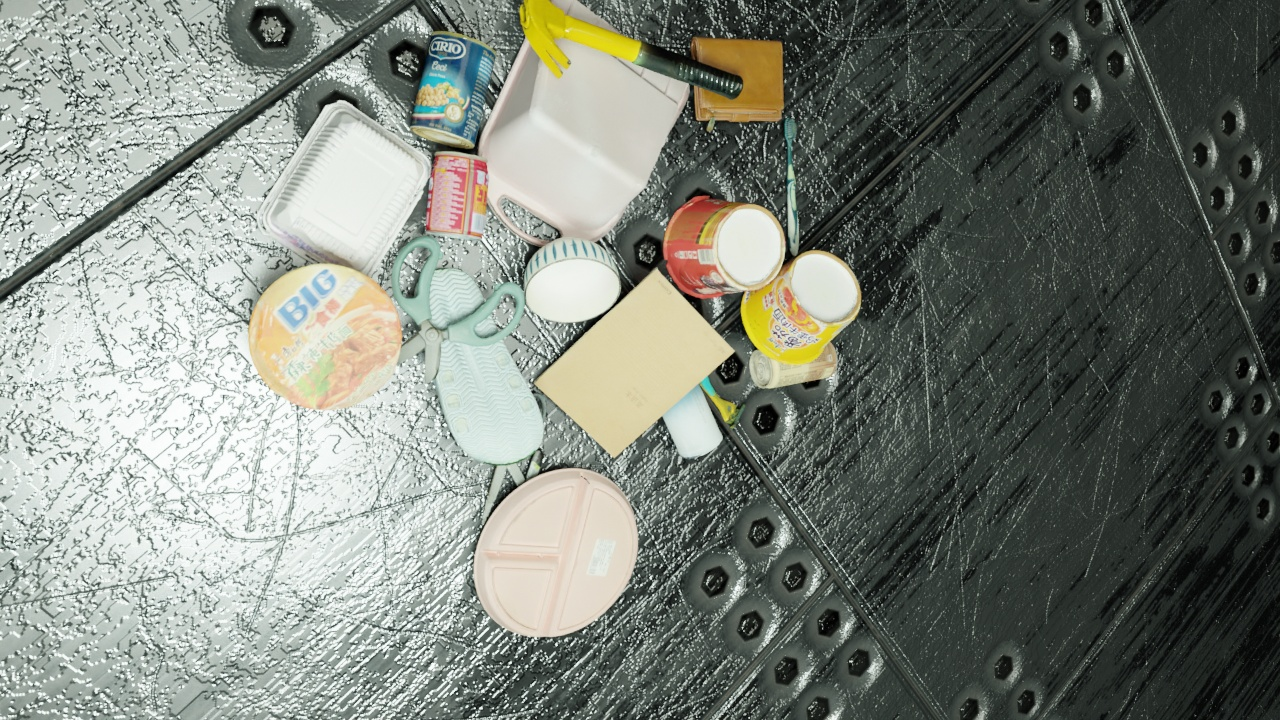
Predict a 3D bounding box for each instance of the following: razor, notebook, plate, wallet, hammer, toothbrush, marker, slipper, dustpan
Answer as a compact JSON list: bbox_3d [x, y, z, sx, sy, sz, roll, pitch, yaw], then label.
[{"bbox_3d":[0.098,0.034,1.256,0.132,0.028,0.043,54,49,-25],"label":"razor"},{"bbox_3d":[-0.007,0.007,1.156,0.212,0.012,0.149,-42,108,10],"label":"notebook"},{"bbox_3d":[-0.100,0.250,1.170,0.229,0.028,0.230,-8,106,-29],"label":"plate"},{"bbox_3d":[0.131,-0.366,1.218,0.130,0.035,0.119,-6,99,-24],"label":"wallet"},{"bbox_3d":[-0.005,-0.371,1.108,0.300,0.033,0.128,9,65,-29],"label":"hammer"},{"bbox_3d":[0.214,-0.242,1.284,0.016,0.018,0.192,-9,100,-26],"label":"toothbrush"},{"bbox_3d":[-0.148,0.171,1.160,0.018,0.015,0.124,22,84,-28],"label":"marker"},{"bbox_3d":[-0.200,0.011,1.083,0.104,0.074,0.245,-22,90,-18],"label":"slipper"},{"bbox_3d":[-0.085,-0.283,1.136,0.222,0.139,0.272,31,54,-24],"label":"dustpan"}]

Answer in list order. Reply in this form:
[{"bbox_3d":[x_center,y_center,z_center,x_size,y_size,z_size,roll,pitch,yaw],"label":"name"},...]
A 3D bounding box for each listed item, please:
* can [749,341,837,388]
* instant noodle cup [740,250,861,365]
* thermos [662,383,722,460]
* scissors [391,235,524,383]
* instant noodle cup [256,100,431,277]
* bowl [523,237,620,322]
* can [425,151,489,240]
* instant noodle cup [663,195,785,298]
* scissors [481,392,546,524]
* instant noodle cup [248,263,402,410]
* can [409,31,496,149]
[{"bbox_3d":[0.216,0.004,1.294,0.116,0.058,0.058,-9,100,-26],"label":"can"},{"bbox_3d":[0.219,-0.076,1.229,0.138,0.110,0.137,8,66,-19],"label":"instant noodle cup"},{"bbox_3d":[0.040,0.022,1.202,0.070,0.070,0.220,-32,111,-20],"label":"thermos"},{"bbox_3d":[-0.227,-0.069,1.040,0.170,0.019,0.181,-34,91,-17],"label":"scissors"},{"bbox_3d":[-0.317,-0.183,1.005,0.138,0.060,0.173,33,83,-26],"label":"instant noodle cup"},{"bbox_3d":[-0.086,-0.106,1.113,0.116,0.117,0.066,10,48,-27],"label":"bowl"},{"bbox_3d":[-0.210,-0.188,1.052,0.066,0.066,0.094,4,95,-27],"label":"can"},{"bbox_3d":[0.114,-0.145,1.196,0.137,0.109,0.138,-4,99,-26],"label":"instant noodle cup"},{"bbox_3d":[-0.165,0.115,1.138,0.159,0.014,0.181,-42,109,-16],"label":"scissors"},{"bbox_3d":[-0.342,-0.028,0.981,0.151,0.111,0.151,-4,98,-26],"label":"instant noodle cup"},{"bbox_3d":[-0.211,-0.301,1.032,0.075,0.075,0.111,13,91,-27],"label":"can"}]
